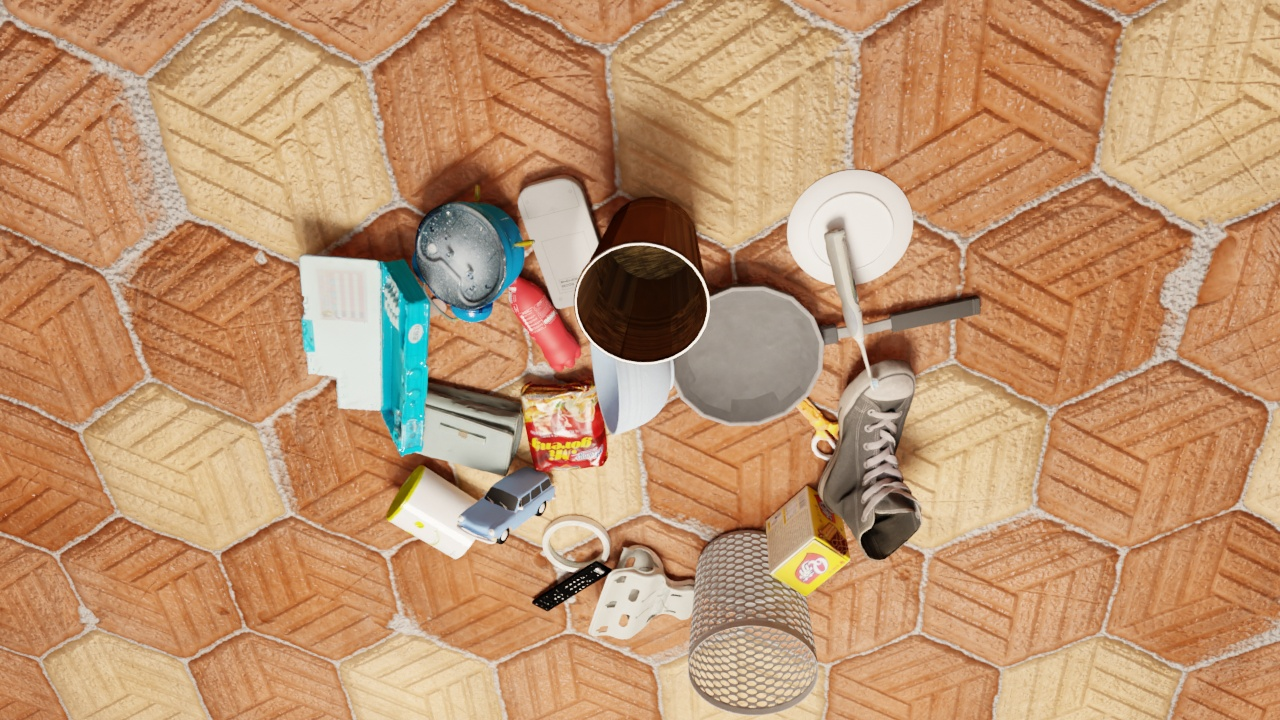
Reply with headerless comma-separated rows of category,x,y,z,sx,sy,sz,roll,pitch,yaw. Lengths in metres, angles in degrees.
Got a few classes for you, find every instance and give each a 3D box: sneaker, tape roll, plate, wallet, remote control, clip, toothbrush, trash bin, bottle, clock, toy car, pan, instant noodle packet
sneaker,0.283,0.115,1.071,0.095,0.119,0.235,2,121,-20
tape roll,-0.088,0.252,1.255,0.093,0.013,0.093,2,121,3
plate,0.228,-0.141,0.999,0.134,0.011,0.135,2,120,4
wallet,-0.218,0.087,1.152,0.131,0.054,0.101,15,120,2
remote control,-0.097,0.317,1.286,0.030,0.009,0.140,35,125,-27
clip,0.002,0.315,1.270,0.151,0.104,0.127,-2,127,-31
remote control,-0.083,-0.132,1.027,0.074,0.019,0.151,-12,119,12
toothbrush,0.232,-0.053,1.003,0.024,0.022,0.185,-13,103,15
trash bin,0.142,0.330,1.183,0.156,0.183,0.157,2,121,4
bottle,-0.118,-0.050,1.065,0.042,0.041,0.141,-24,115,18
clock,-0.195,-0.108,1.013,0.117,0.060,0.162,47,123,2
toy car,-0.163,0.177,1.139,0.056,0.153,0.055,19,113,22
pan,0.207,-0.029,1.052,0.357,0.041,0.179,-12,116,5
instant noodle packet,-0.094,0.081,1.142,0.098,0.039,0.136,-5,121,3

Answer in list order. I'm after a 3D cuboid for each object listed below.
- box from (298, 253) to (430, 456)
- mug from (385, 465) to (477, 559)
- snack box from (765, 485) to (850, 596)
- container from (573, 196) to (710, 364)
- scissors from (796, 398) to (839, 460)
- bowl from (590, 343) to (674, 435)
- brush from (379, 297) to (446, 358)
box,-0.308,-0.014,1.075,0.171,0.084,0.228,25,129,17
mug,-0.265,0.199,1.201,0.106,0.082,0.083,36,117,-16
snack box,0.210,0.228,1.162,0.061,0.105,0.084,35,117,-15
container,0.007,-0.094,0.955,0.132,0.167,0.132,2,120,4
scissors,0.216,0.076,1.128,0.065,0.013,0.128,-39,111,22
bowl,-0.006,0.006,1.039,0.074,0.150,0.151,-8,121,-13
brush,-0.290,-0.039,1.101,0.136,0.015,0.050,-24,116,18
